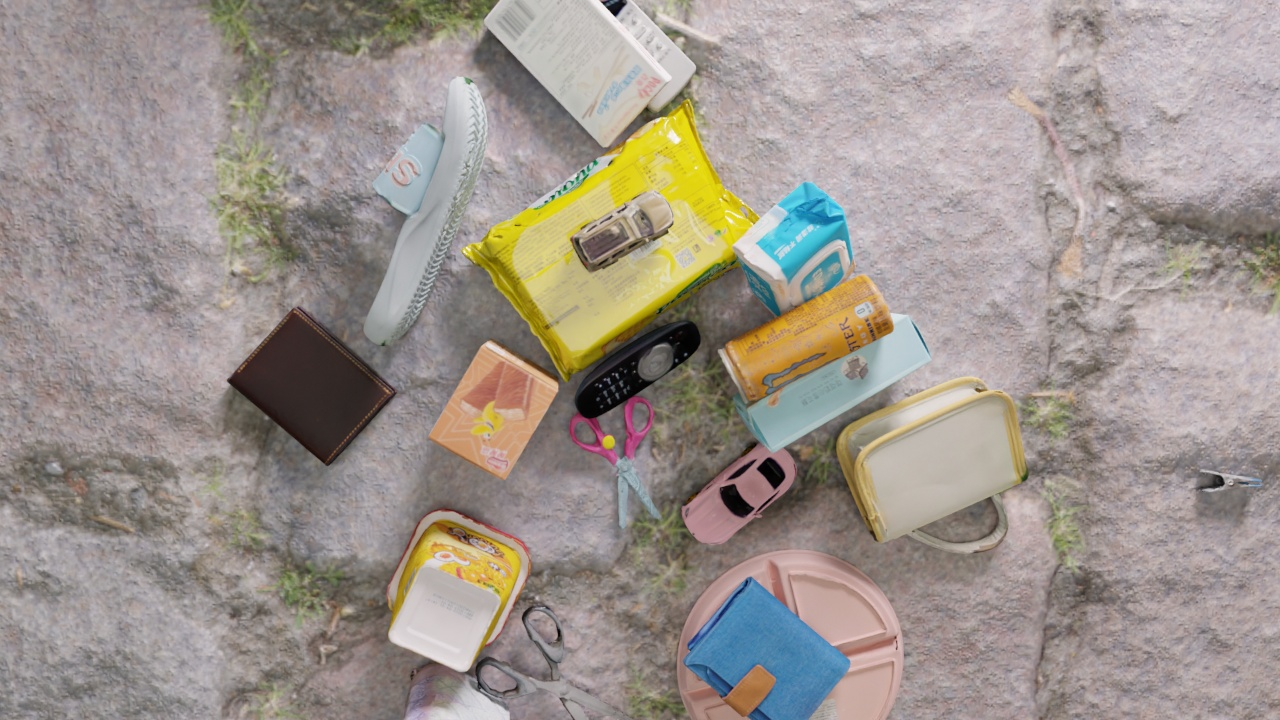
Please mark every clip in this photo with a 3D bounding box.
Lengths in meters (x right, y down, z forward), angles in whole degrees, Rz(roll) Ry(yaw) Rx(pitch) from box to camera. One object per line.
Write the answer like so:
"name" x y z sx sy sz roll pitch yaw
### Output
"clip" 0.590 0.120 0.920 0.057 0.024 0.029 -1 91 2

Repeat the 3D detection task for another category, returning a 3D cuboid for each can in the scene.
"can" 0.144 -0.018 0.803 0.146 0.058 0.058 -27 97 6

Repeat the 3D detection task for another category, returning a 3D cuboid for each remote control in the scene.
"remote control" -0.019 -0.298 0.837 0.150 0.021 0.058 43 91 -7
"remote control" -0.005 0.005 0.855 0.136 0.024 0.053 -33 135 -11

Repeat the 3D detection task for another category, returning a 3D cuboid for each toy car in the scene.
"toy car" 0.095 0.128 0.879 0.122 0.037 0.056 -41 95 2
"toy car" -0.013 -0.111 0.781 0.090 0.035 0.042 -30 98 -4

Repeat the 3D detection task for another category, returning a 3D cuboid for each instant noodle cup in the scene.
"instant noodle cup" -0.167 0.210 0.824 0.116 0.123 0.116 26 93 -6

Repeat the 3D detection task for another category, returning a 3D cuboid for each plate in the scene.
"plate" 0.151 0.301 0.904 0.229 0.028 0.229 0 96 -5

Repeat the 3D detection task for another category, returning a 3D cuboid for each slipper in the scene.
"slipper" -0.198 -0.131 0.804 0.074 0.104 0.245 23 100 -4

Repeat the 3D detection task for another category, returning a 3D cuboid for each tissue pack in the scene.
"tissue pack" 0.142 -0.090 0.818 0.090 0.140 0.063 -42 65 1

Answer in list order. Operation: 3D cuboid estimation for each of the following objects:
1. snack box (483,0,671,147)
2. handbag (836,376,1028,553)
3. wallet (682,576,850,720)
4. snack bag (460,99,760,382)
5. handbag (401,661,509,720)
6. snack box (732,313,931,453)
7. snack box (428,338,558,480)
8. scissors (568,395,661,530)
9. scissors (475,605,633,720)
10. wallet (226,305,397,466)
"snack box" -0.056 -0.277 0.820 0.157 0.026 0.085 45 114 -8
"handbag" 0.287 0.118 0.887 0.163 0.063 0.179 -23 111 -1
"wallet" 0.119 0.285 0.869 0.133 0.040 0.106 41 87 -6
"snack bag" -0.017 -0.105 0.834 0.246 0.068 0.158 -35 97 -1
"handbag" -0.155 0.352 0.807 0.134 0.194 0.075 45 86 -11
"snack box" 0.175 0.018 0.854 0.175 0.074 0.051 -30 97 -1
"snack box" -0.129 0.042 0.826 0.077 0.093 0.094 31 92 -7
"scissors" -0.008 0.095 0.881 0.105 0.017 0.136 -35 101 -6
"scissors" -0.079 0.313 0.884 0.159 0.014 0.173 -2 91 -17
"wallet" -0.304 0.024 0.850 0.122 0.020 0.096 42 86 -6
